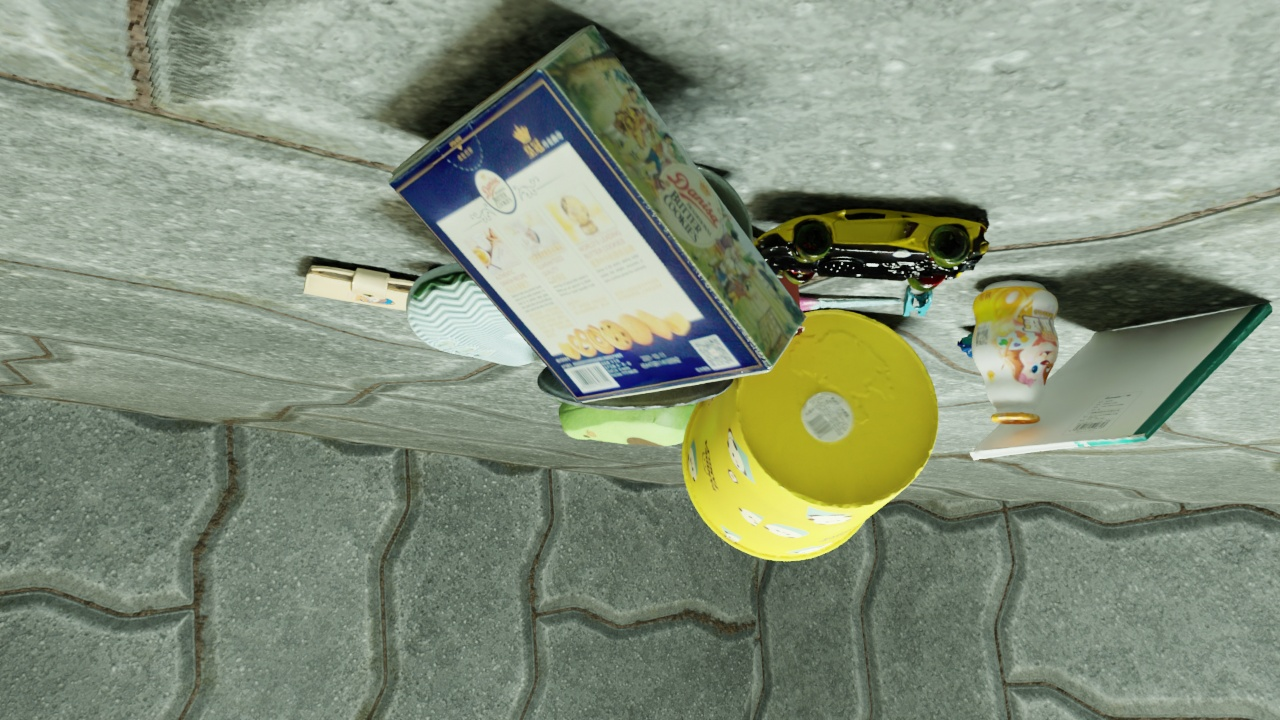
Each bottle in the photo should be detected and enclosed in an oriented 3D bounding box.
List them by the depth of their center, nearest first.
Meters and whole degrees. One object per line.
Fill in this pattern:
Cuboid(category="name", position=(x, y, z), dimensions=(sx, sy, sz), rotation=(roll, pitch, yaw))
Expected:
Cuboid(category="bottle", position=(0.292, -0.005, 0.716), dimensions=(0.063, 0.108, 0.063), rotation=(4, 170, 1))

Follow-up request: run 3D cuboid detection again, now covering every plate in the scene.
Cuboid(category="plate", position=(-0.005, 0.005, 0.832), dimensions=(0.179, 0.024, 0.179), rotation=(-1, -164, 0))

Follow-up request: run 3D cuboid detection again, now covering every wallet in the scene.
Cuboid(category="wallet", position=(-0.253, -0.067, 0.860), dimensions=(0.115, 0.024, 0.087), rotation=(11, 166, -21))

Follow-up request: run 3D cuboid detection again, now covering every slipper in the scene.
Cuboid(category="slipper", position=(-0.106, -0.047, 0.754), dimensions=(0.104, 0.074, 0.245), rotation=(-17, 169, 9))

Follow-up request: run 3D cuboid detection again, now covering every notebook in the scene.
Cuboid(category="notebook", position=(0.376, 0.016, 0.723), dimensions=(0.208, 0.012, 0.151), rotation=(-32, -173, -29))

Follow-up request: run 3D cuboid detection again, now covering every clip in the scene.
Cuboid(category="clip", position=(0.232, -0.048, 0.769), dimensions=(0.043, 0.014, 0.056), rotation=(3, 169, 13))

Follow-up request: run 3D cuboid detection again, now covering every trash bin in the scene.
Cuboid(category="trash bin", position=(0.168, 0.077, 0.928), dimensions=(0.229, 0.229, 0.256), rotation=(5, 163, -2))

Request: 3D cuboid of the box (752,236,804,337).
Cuboid(category="box", position=(0.035, -0.032, 0.703), dimensions=(0.169, 0.076, 0.091), rotation=(-14, 160, 43))

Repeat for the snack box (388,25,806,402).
Cuboid(category="snack box", position=(-0.031, -0.062, 0.496), dimensions=(0.182, 0.045, 0.178), rotation=(51, 148, -19))

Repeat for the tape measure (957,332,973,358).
Cuboid(category="tape measure", position=(0.332, -0.016, 0.859), dimensions=(0.058, 0.025, 0.055), rotation=(10, 166, -43))

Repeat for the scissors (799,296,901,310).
Cuboid(category="scissors", position=(0.158, -0.049, 0.800), dimensions=(0.133, 0.017, 0.057), rotation=(-1, 162, 11))

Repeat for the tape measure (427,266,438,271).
Cuboid(category="tape measure", position=(-0.165, -0.051, 0.814), dimensions=(0.057, 0.057, 0.039), rotation=(23, 159, -34))

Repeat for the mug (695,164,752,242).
Cuboid(category="mug", position=(-0.004, -0.081, 0.583), dimensions=(0.124, 0.083, 0.103), rotation=(36, 162, -12))

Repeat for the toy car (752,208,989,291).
Cuboid(category="toy car", position=(0.149, -0.075, 0.602), dimensions=(0.156, 0.041, 0.071), rotation=(1, 168, 3))

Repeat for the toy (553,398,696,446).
Cuboid(category="toy", position=(-0.003, 0.067, 1.204), dimensions=(0.247, 0.089, 0.227), rotation=(-4, 159, 28))
